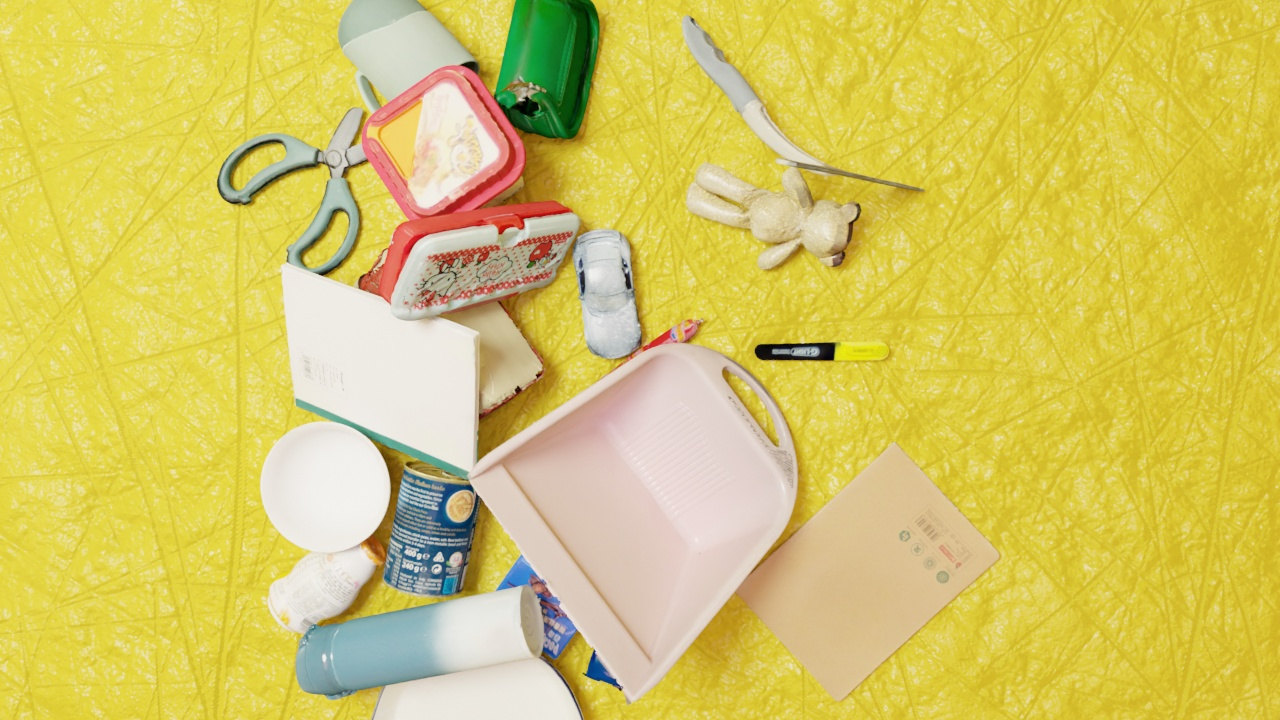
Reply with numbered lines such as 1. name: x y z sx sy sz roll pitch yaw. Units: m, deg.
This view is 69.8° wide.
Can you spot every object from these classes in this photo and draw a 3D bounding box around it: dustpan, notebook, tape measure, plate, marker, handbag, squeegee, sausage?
1. dustpan: 0.022 0.101 0.773 0.139 0.272 0.222 -36 93 27
2. notebook: 0.212 0.200 0.864 0.208 0.008 0.148 -43 89 3
3. tape measure: -0.020 0.279 0.866 0.054 0.025 0.058 20 96 -1
4. plate: -0.151 0.355 0.863 0.205 0.045 0.205 0 91 1
5. marker: 0.169 -0.009 0.856 0.124 0.015 0.018 0 89 3
6. notebook: -0.230 0.011 0.808 0.209 0.012 0.151 19 123 20
7. handbag: -0.084 -0.267 0.805 0.068 0.120 0.131 12 92 6
8. squeegee: 0.106 -0.222 0.809 0.246 0.245 0.039 50 121 23
9. sausage: -0.005 0.005 0.861 0.156 0.020 0.020 -36 90 2

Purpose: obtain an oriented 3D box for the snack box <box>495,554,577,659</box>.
1. snack box: -0.068 0.192 0.864 0.084 0.026 0.157 35 93 1

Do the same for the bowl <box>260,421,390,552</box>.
1. bowl: -0.280 0.112 0.850 0.118 0.064 0.118 0 93 4

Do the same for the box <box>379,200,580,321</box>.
1. box: -0.128 -0.084 0.776 0.048 0.200 0.087 37 121 21

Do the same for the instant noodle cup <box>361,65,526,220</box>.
1. instant noodle cup: -0.162 -0.176 0.806 0.116 0.124 0.116 -34 87 2

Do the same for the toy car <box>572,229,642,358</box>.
1. toy car: -0.031 -0.062 0.852 0.054 0.036 0.120 -8 95 1

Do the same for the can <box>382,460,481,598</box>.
1. can: -0.190 0.155 0.843 0.075 0.075 0.111 12 92 1

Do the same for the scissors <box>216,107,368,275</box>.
1. scissors: -0.325 -0.173 0.867 0.177 0.019 0.174 23 94 2

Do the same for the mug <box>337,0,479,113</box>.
1. mug: -0.220 -0.268 0.835 0.106 0.082 0.112 45 123 0

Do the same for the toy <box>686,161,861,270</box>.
1. toy: 0.118 -0.136 0.836 0.157 0.066 0.105 19 125 5

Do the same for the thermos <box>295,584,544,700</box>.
1. thermos: -0.197 0.251 0.815 0.221 0.070 0.070 -14 91 9

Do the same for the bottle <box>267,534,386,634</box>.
1. bottle: -0.289 0.204 0.854 0.108 0.063 0.063 -35 90 3

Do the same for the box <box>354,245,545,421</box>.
1. box: -0.166 -0.031 0.817 0.080 0.091 0.168 -36 90 43
